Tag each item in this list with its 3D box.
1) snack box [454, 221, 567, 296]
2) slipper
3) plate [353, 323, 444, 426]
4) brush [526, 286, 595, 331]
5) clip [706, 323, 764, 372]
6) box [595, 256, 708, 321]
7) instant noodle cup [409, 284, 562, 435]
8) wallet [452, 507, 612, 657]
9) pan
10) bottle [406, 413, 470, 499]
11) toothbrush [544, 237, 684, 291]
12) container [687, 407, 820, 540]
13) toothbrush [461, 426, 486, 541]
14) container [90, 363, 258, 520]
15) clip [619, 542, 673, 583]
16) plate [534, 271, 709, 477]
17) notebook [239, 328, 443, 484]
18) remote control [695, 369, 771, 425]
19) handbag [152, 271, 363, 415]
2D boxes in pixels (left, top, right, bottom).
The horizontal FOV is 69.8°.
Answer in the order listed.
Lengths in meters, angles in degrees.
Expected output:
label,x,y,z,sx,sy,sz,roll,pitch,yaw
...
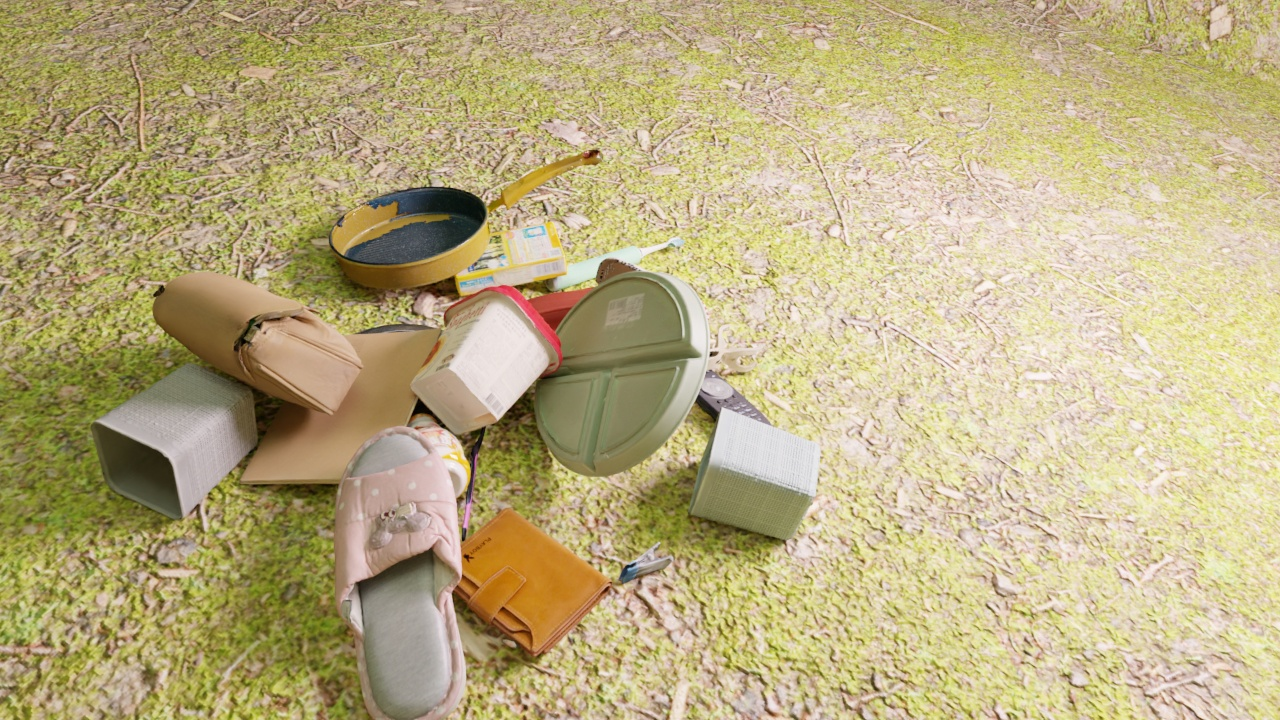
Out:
label,x,y,z,sx,sy,sz,roll,pitch,yaw
snack box,-0.169,-0.131,1.168,0.140,0.034,0.086,-11,41,-10
slipper,-0.206,0.172,0.778,0.114,0.054,0.274,-15,58,0
plate,-0.263,0.010,1.017,0.179,0.024,0.179,7,41,-6
brush,-0.077,-0.055,1.065,0.146,0.069,0.063,-12,63,1
clip,0.098,-0.014,1.110,0.099,0.035,0.098,1,36,-26
box,0.000,-0.064,1.116,0.162,0.086,0.075,28,17,23
instant noodle cup,-0.163,0.003,0.949,0.116,0.117,0.123,51,44,-21
wallet,-0.112,0.203,0.832,0.131,0.035,0.118,30,41,24
pan,-0.214,-0.192,1.159,0.357,0.078,0.197,-16,39,-12
bottle,-0.208,0.094,0.907,0.063,0.063,0.108,-8,30,-21
toothbrush,-0.031,-0.134,1.232,0.223,0.026,0.027,-22,31,-33
container,0.118,0.118,0.937,0.111,0.090,0.089,17,41,2
toothbrush,-0.172,0.109,0.928,0.018,0.014,0.188,-2,38,-1
container,-0.430,0.071,0.863,0.090,0.090,0.114,22,39,11
clip,0.003,0.192,0.874,0.056,0.024,0.028,-21,54,-37
plate,-0.028,0.007,0.946,0.027,0.231,0.230,31,23,-43
notebook,-0.301,0.043,0.943,0.149,0.012,0.211,-2,43,11
remote control,0.095,0.050,1.054,0.053,0.024,0.136,-17,45,-35
handbag,-0.375,-0.024,0.911,0.205,0.148,0.099,19,76,32
